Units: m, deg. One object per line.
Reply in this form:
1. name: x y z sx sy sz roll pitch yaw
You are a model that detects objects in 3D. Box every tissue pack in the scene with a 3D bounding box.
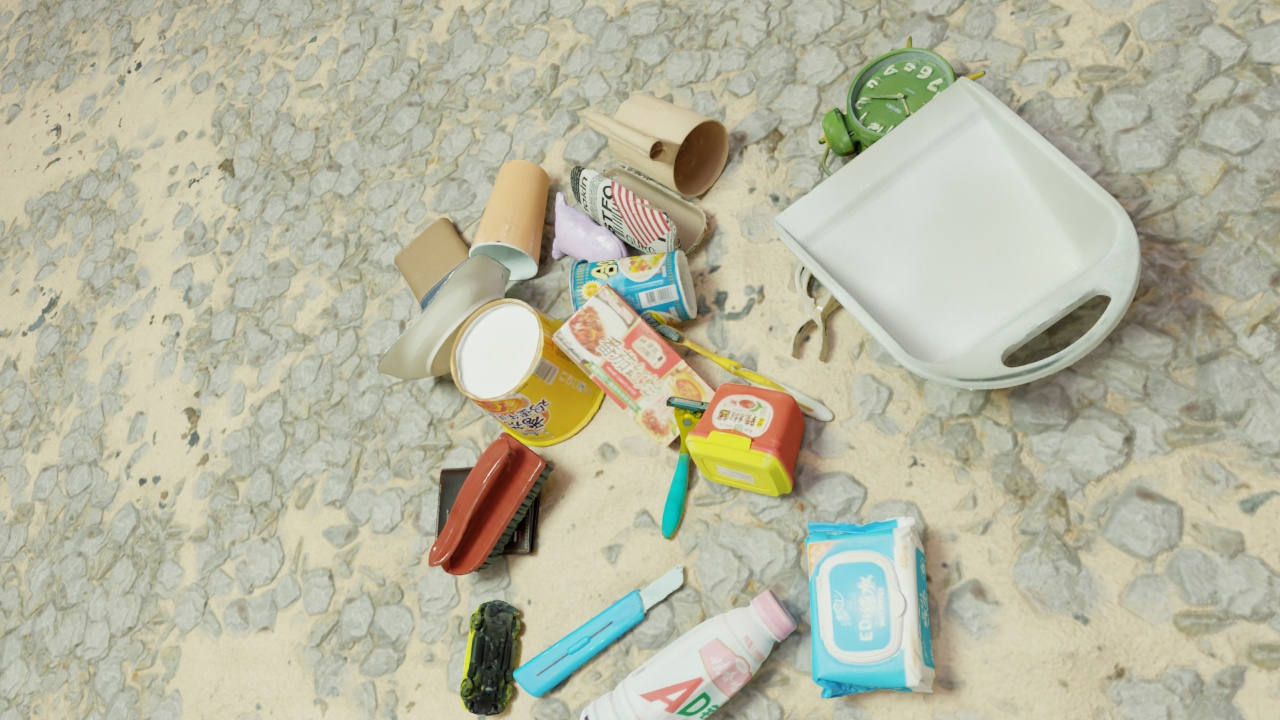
1. tissue pack: 0.180 0.196 0.731 0.090 0.063 0.139 -9 66 24

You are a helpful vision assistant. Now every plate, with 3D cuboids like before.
1. plate: -0.194 -0.035 0.973 0.034 0.164 0.163 42 93 9

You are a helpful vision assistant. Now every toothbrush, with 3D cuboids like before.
1. toothbrush: 0.094 0.009 0.861 0.191 0.018 0.016 29 90 21

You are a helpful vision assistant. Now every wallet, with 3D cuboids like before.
1. wallet: -0.159 0.155 0.948 0.122 0.020 0.096 -8 66 26
2. wallet: -0.239 -0.110 1.094 0.090 0.033 0.115 -41 56 2

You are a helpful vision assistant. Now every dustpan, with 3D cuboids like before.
1. dustpan: 0.263 -0.099 0.751 0.223 0.142 0.257 -37 77 8

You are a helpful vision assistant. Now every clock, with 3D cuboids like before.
1. clock: 0.244 -0.231 0.887 0.161 0.056 0.116 -48 55 1

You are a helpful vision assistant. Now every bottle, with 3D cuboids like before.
1. bottle: 0.042 0.266 0.770 0.197 0.068 0.068 -39 57 4

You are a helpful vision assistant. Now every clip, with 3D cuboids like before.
1. clip: 0.156 -0.054 0.871 0.083 0.034 0.104 27 90 30

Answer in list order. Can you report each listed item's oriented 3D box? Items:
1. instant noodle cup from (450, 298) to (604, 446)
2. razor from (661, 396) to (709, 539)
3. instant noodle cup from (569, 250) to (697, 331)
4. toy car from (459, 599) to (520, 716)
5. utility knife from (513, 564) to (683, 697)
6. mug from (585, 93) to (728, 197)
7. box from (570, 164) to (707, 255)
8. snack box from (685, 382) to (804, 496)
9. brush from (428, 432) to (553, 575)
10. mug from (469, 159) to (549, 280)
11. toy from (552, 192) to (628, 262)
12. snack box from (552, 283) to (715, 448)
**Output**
1. instant noodle cup: -0.119 0.008 0.935 0.138 0.109 0.137 -11 65 24
2. razor: 0.037 0.101 0.858 0.043 0.028 0.132 9 90 16
3. instant noodle cup: -0.004 -0.065 0.923 0.110 0.099 0.099 -12 64 14
4. toy car: -0.145 0.281 0.872 0.032 0.048 0.105 -24 55 54
5. utility knife: -0.035 0.248 0.845 0.191 0.018 0.034 -37 62 6
6. mug: 0.016 -0.231 0.965 0.103 0.124 0.084 34 115 35
7. box: 0.001 -0.165 0.983 0.163 0.076 0.087 32 52 33
8. snack box: 0.098 0.069 0.822 0.091 0.082 0.080 10 60 29
9. brush: -0.153 0.144 0.895 0.063 0.069 0.146 31 90 34
10. mug: -0.143 -0.162 1.046 0.078 0.078 0.122 -3 62 25
11. toy: -0.057 -0.123 0.992 0.108 0.084 0.038 33 46 24
12. snack box: -0.005 0.005 0.877 0.075 0.025 0.153 -45 95 4
